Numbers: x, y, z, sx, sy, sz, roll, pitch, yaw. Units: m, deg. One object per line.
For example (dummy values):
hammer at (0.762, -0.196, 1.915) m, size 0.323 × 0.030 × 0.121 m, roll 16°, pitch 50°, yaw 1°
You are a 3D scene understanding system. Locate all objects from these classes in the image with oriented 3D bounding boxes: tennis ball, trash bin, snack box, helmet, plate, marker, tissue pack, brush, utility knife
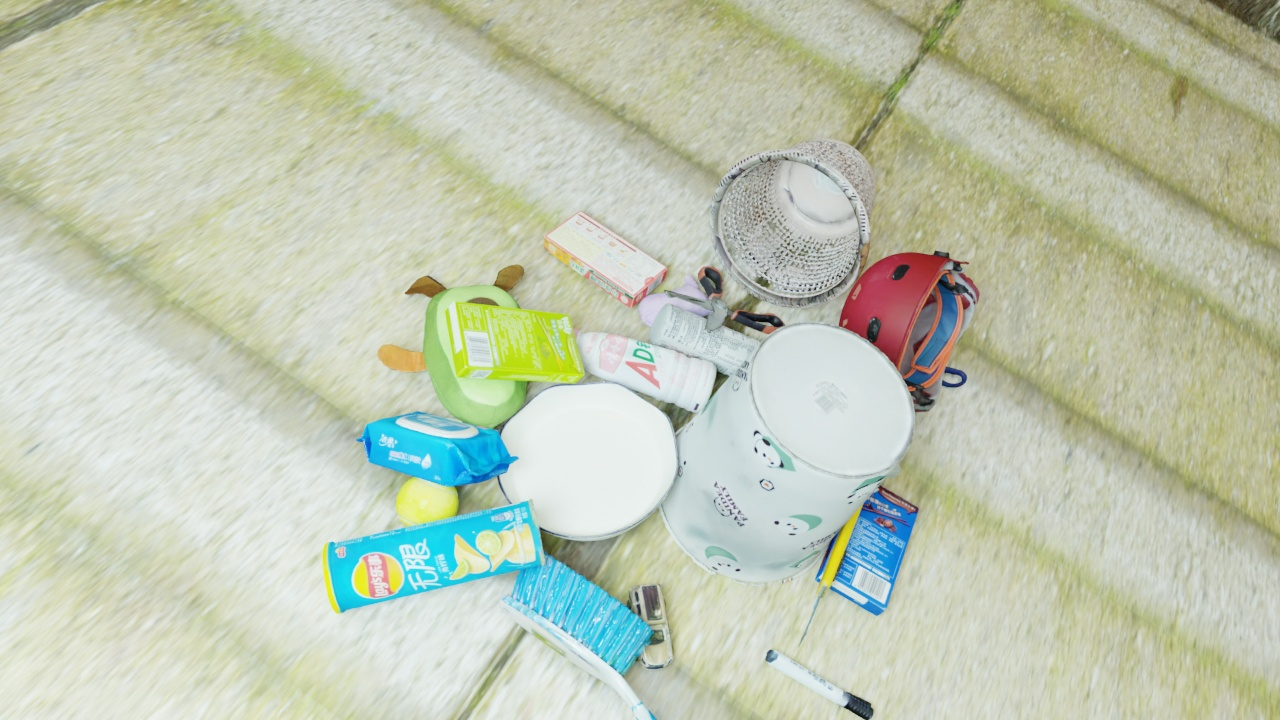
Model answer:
tennis ball at (-0.227, 0.152, 0.977) m, size 0.065 × 0.066 × 0.065 m, roll 9°, pitch 55°, yaw -13°
trash bin at (0.161, 0.100, 1.021) m, size 0.229 × 0.253 × 0.229 m, roll 9°, pitch 56°, yaw -13°
snack box at (0.278, 0.223, 1.118) m, size 0.084 × 0.026 × 0.156 m, roll 30°, pitch 53°, yaw 5°
helmet at (0.331, -0.052, 1.202) m, size 0.144 × 0.240 × 0.207 m, roll 22°, pitch 87°, yaw 33°
plate at (-0.060, 0.116, 1.044) m, size 0.205 × 0.046 × 0.204 m, roll 0°, pitch 53°, yaw 0°
marker at (0.197, 0.356, 1.010) m, size 0.131 × 0.018 × 0.022 m, roll 30°, pitch 28°, yaw 3°
snack box at (-0.141, -0.019, 1.044) m, size 0.156 × 0.026 × 0.085 m, roll 4°, pitch 60°, yaw -38°
tissue pack at (-0.215, 0.092, 0.981) m, size 0.157 × 0.052 × 0.094 m, roll 13°, pitch 10°, yaw 24°
snack box at (-0.048, -0.139, 1.241) m, size 0.156 × 0.027 × 0.076 m, roll 35°, pitch 53°, yaw 17°
brush at (-0.015, 0.315, 0.926) m, size 0.314 × 0.061 × 0.109 m, roll 30°, pitch 59°, yaw 15°
trash bin at (0.236, -0.216, 1.298) m, size 0.227 × 0.228 × 0.191 m, roll 36°, pitch 42°, yaw 7°
utility knife at (0.224, 0.235, 1.059) m, size 0.015 × 0.033 × 0.218 m, roll 25°, pitch 56°, yaw 11°

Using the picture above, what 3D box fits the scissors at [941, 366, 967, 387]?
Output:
scissors at (0.393, -0.006, 1.318) m, size 0.162 × 0.012 × 0.175 m, roll 32°, pitch 56°, yaw 5°

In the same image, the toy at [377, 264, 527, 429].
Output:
toy at (-0.195, -0.020, 1.088) m, size 0.226 × 0.090 × 0.246 m, roll -7°, pitch 57°, yaw -14°

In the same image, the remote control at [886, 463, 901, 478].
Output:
remote control at (0.292, 0.089, 1.204) m, size 0.058 × 0.021 × 0.149 m, roll 8°, pitch 46°, yaw -21°

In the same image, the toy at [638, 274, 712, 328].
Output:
toy at (0.046, -0.075, 1.234) m, size 0.107 × 0.039 × 0.084 m, roll -22°, pitch 55°, yaw -22°

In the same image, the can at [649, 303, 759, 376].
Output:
can at (0.087, -0.022, 1.187) m, size 0.146 × 0.058 × 0.058 m, roll 21°, pitch 53°, yaw -16°

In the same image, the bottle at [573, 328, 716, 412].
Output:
bottle at (-0.007, 0.007, 1.147) m, size 0.197 × 0.068 × 0.068 m, roll 18°, pitch 54°, yaw -3°

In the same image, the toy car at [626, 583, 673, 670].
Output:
toy car at (0.012, 0.285, 0.986) m, size 0.042 × 0.035 × 0.090 m, roll 0°, pitch 61°, yaw -16°

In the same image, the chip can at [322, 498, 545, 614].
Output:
chip can at (-0.205, 0.196, 0.924) m, size 0.210 × 0.071 × 0.071 m, roll -11°, pitch 61°, yaw -9°

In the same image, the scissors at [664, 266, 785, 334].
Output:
scissors at (0.115, -0.071, 1.219) m, size 0.189 × 0.015 × 0.225 m, roll 30°, pitch 26°, yaw -11°
